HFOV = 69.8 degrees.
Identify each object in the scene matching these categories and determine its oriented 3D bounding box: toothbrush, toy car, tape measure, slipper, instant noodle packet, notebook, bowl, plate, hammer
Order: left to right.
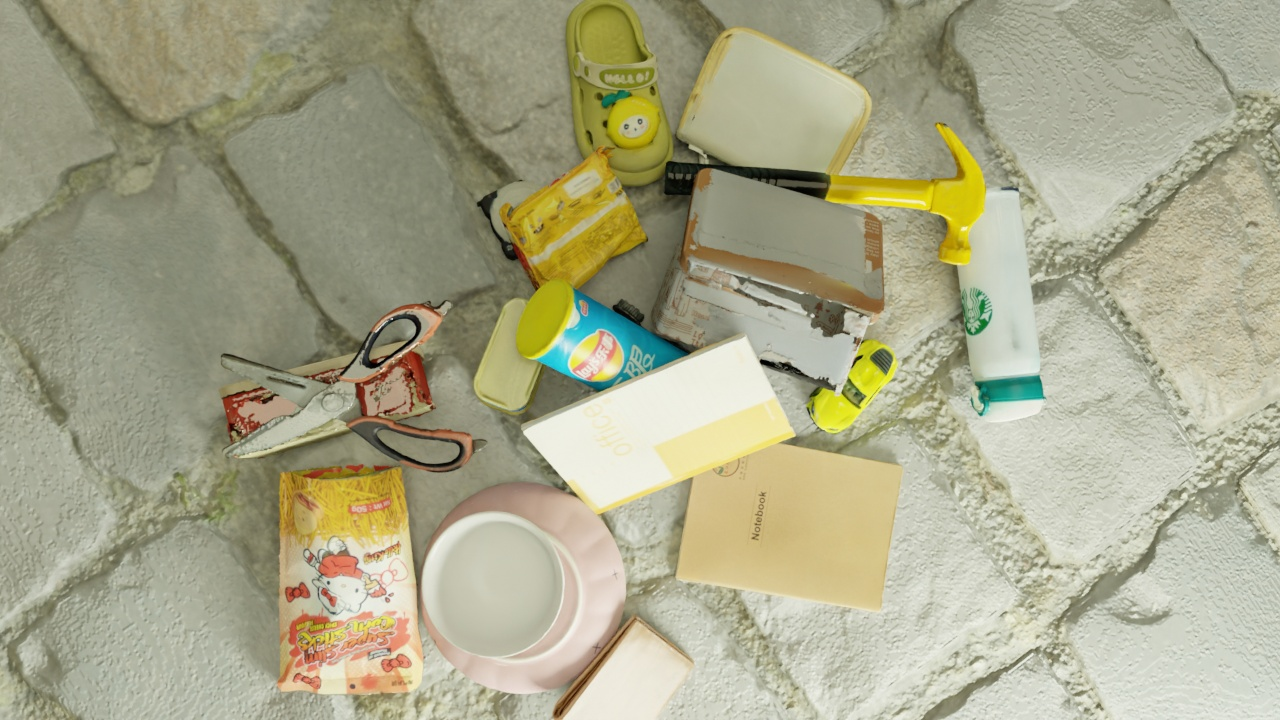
[{"bbox_3d":[-0.118,0.184,0.778,0.118,0.064,0.118,0,87,4],"label":"bowl"},{"bbox_3d":[-0.110,0.208,0.829,0.192,0.039,0.192,0,86,4],"label":"plate"},{"bbox_3d":[-0.111,-0.136,0.868,0.066,0.033,0.066,-29,92,-7],"label":"tape measure"},{"bbox_3d":[-0.059,-0.125,0.843,0.128,0.044,0.111,-38,124,-19],"label":"instant noodle packet"},{"bbox_3d":[-0.023,-0.261,0.863,0.091,0.081,0.190,-12,86,-5],"label":"slipper"},{"bbox_3d":[0.020,0.061,0.807,0.206,0.010,0.146,-23,133,11],"label":"notebook"},{"bbox_3d":[0.053,-0.001,0.890,0.189,0.014,0.016,35,60,-4],"label":"toothbrush"},{"bbox_3d":[0.147,0.157,0.894,0.207,0.008,0.147,11,85,-6],"label":"notebook"},{"bbox_3d":[0.173,-0.163,0.860,0.301,0.032,0.129,3,106,0],"label":"hammer"},{"bbox_3d":[0.209,0.026,0.897,0.048,0.032,0.105,43,85,-3],"label":"toy car"}]

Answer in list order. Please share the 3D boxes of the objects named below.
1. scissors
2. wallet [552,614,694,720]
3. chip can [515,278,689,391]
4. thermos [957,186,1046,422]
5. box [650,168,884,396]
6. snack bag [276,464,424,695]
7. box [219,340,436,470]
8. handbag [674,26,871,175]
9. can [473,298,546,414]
[{"bbox_3d":[-0.234,0.035,0.763,0.225,0.015,0.189,-36,98,-8],"label":"scissors"},{"bbox_3d":[-0.012,0.301,0.840,0.115,0.020,0.101,-50,124,-8],"label":"wallet"},{"bbox_3d":[-0.005,0.005,0.806,0.210,0.071,0.071,28,83,-34],"label":"chip can"},{"bbox_3d":[0.348,-0.053,0.900,0.073,0.073,0.224,-6,88,-7],"label":"thermos"},{"bbox_3d":[0.116,-0.081,0.817,0.182,0.150,0.166,19,98,-6],"label":"box"},{"bbox_3d":[-0.263,0.198,0.823,0.128,0.073,0.208,-1,94,-7],"label":"snack bag"},{"bbox_3d":[-0.270,0.043,0.810,0.168,0.091,0.078,-15,86,-7],"label":"box"},{"bbox_3d":[0.115,-0.211,0.894,0.163,0.063,0.179,25,99,-5],"label":"handbag"},{"bbox_3d":[-0.113,-0.003,0.835,0.057,0.083,0.102,21,84,-5],"label":"can"}]
